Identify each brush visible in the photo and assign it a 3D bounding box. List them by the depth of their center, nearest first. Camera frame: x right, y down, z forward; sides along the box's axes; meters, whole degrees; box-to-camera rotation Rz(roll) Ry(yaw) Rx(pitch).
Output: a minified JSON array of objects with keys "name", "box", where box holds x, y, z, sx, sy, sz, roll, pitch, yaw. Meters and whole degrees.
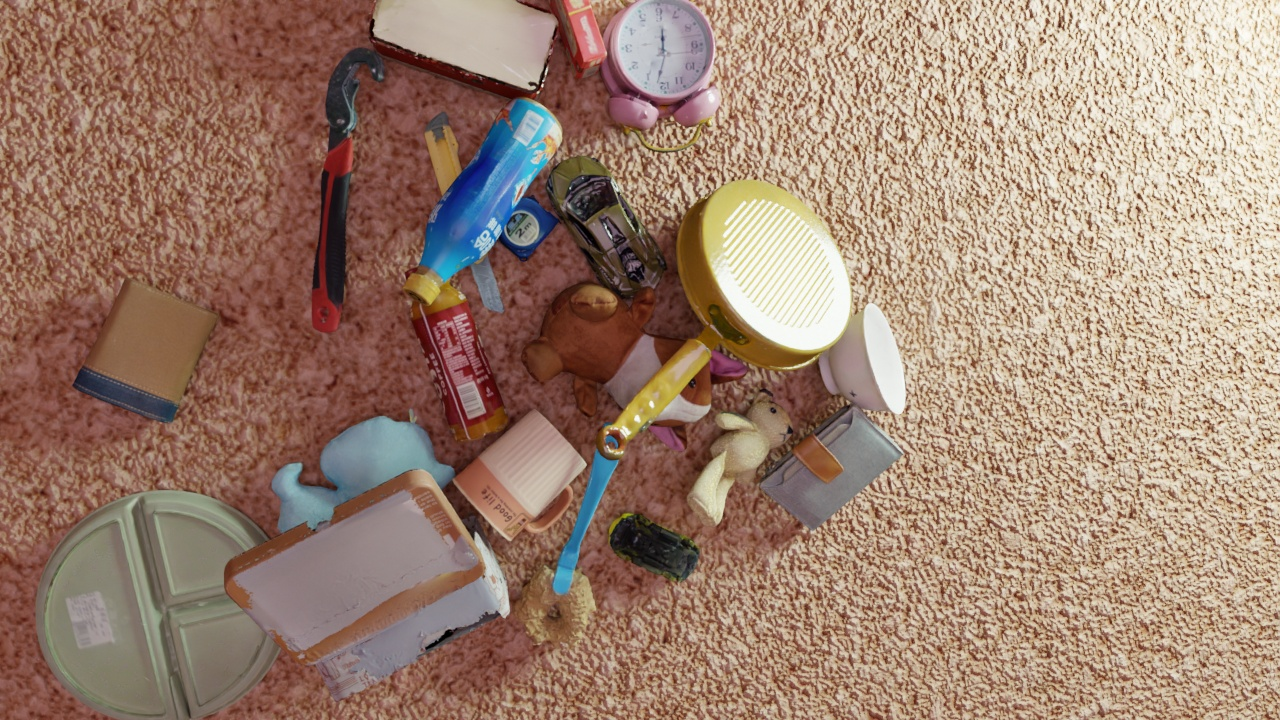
[{"name":"brush","box":[-0.062,0.178,0.907,0.083,0.045,0.255,18,108,-4]}]

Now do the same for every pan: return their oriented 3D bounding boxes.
[{"name":"pan","box":[0.076,-0.034,0.870,0.197,0.078,0.356,47,51,-6]}]

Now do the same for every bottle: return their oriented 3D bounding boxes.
[{"name":"bottle","box":[-0.152,-0.147,0.866,0.065,0.065,0.218,33,74,-11]},{"name":"bottle","box":[-0.182,-0.009,0.894,0.057,0.057,0.175,-19,97,-9]}]

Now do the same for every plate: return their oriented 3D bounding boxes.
[{"name":"plate","box":[-0.454,0.239,0.873,0.230,0.027,0.230,0,93,-11]}]

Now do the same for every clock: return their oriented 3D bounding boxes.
[{"name":"clock","box":[0.021,-0.287,0.915,0.117,0.060,0.158,-6,96,-10]}]

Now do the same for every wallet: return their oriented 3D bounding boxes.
[{"name":"wallet","box":[-0.460,-0.009,0.856,0.090,0.033,0.115,24,88,-14]},{"name":"wallet","box":[0.199,0.112,0.955,0.130,0.037,0.106,-43,123,12]}]

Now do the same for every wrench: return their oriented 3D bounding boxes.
[{"name":"wrench","box":[-0.288,-0.162,0.880,0.056,0.016,0.273,11,94,19]}]

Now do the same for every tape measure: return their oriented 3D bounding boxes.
[{"name":"tape measure","box":[-0.117,-0.134,0.916,0.054,0.025,0.058,41,81,-8]}]

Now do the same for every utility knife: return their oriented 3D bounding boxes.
[{"name":"utility knife","box":[-0.175,-0.144,0.913,0.031,0.021,0.205,-17,101,-3]}]

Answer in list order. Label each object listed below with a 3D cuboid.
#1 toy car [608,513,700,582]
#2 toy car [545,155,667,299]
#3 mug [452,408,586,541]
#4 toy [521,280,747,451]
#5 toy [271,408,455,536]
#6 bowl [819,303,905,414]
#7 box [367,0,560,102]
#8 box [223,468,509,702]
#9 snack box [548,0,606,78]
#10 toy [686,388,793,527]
[{"name":"toy car","box":[0.014,0.194,0.957,0.105,0.032,0.048,29,87,-22]},{"name":"toy car","box":[-0.036,-0.134,0.925,0.070,0.042,0.158,-36,96,-7]},{"name":"mug","box":[-0.110,0.121,0.909,0.105,0.082,0.114,-43,128,-9]},{"name":"toy","box":[-0.005,0.005,0.900,0.199,0.130,0.140,34,115,-21]},{"name":"toy","box":[-0.267,0.115,0.889,0.161,0.050,0.156,19,96,-13]},{"name":"bowl","box":[0.227,0.005,0.962,0.065,0.118,0.118,-16,98,30]},{"name":"box","box":[-0.165,-0.313,0.870,0.168,0.076,0.091,16,91,-12]},{"name":"box","box":[-0.223,0.204,0.813,0.179,0.271,0.134,-26,67,-7]},{"name":"snack box","box":[-0.073,-0.356,0.885,0.025,0.075,0.153,-20,97,-9]},{"name":"toy","box":[0.101,0.101,0.938,0.157,0.066,0.105,-50,129,-26]}]
